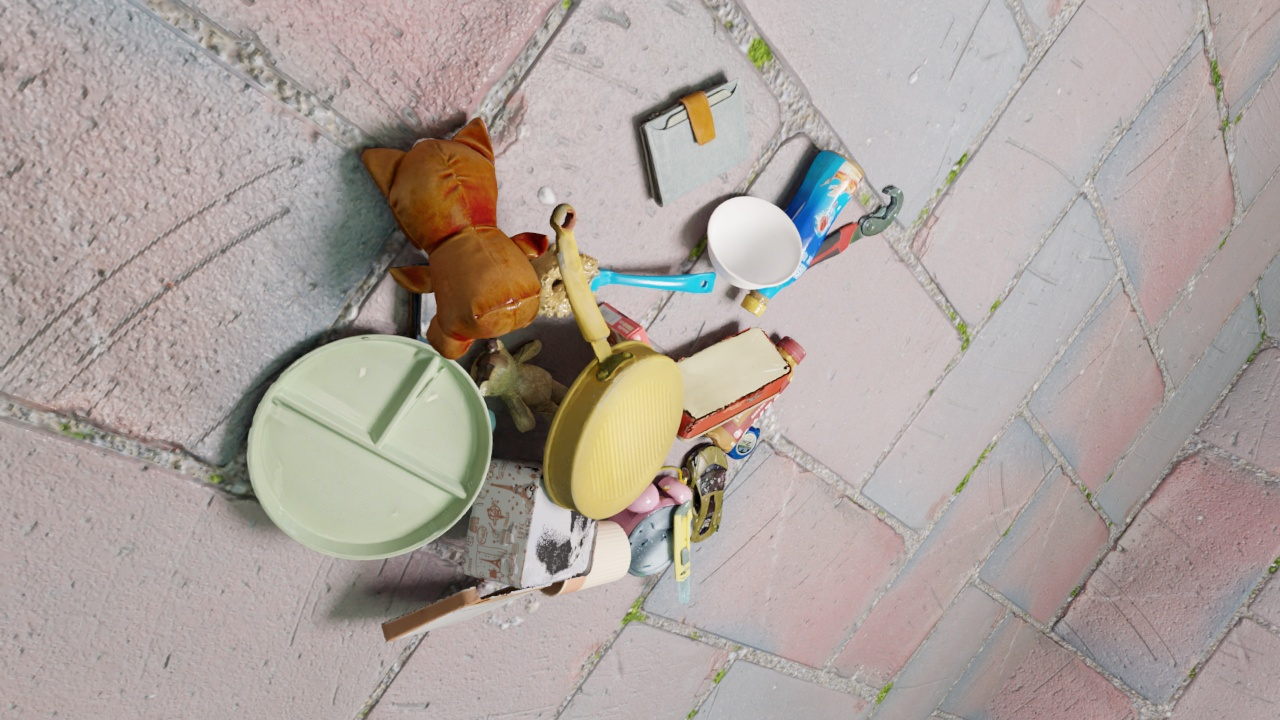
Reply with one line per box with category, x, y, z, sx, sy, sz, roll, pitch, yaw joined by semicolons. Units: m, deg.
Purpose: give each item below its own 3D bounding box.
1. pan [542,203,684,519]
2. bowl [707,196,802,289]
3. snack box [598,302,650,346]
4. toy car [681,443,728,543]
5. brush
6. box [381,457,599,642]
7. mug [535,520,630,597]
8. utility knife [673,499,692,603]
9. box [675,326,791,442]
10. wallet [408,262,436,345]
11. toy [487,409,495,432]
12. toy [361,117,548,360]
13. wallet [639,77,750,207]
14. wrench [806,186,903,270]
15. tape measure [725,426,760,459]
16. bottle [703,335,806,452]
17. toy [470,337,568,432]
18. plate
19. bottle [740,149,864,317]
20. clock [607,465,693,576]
pan;-0.041;0.008;0.937;0.197;0.078;0.358;-40;142;-37
bowl;0.125;-0.127;1.091;0.118;0.118;0.065;-26;168;-25
snack box;-0.006;0.006;1.070;0.025;0.075;0.153;-37;135;-16
toy car;0.088;0.189;1.295;0.070;0.042;0.158;-17;124;-32
brush;-0.017;-0.086;1.016;0.254;0.046;0.083;-2;115;-32
box;-0.149;0.223;1.032;0.271;0.134;0.179;-54;158;8
mug;-0.077;0.233;1.165;0.105;0.082;0.114;-1;87;-42
utility knife;0.058;0.267;1.257;0.030;0.021;0.205;-20;135;-22
box;0.102;0.022;1.150;0.168;0.091;0.076;-25;157;-26
wallet;-0.175;-0.061;0.920;0.115;0.033;0.090;-14;124;-38
toy;-0.218;0.115;0.981;0.161;0.050;0.156;-30;127;-11
toy;-0.162;-0.112;0.825;0.139;0.131;0.199;-26;97;-31
wallet;0.064;-0.239;0.998;0.129;0.037;0.107;-32;134;-21
wrench;0.254;-0.156;1.226;0.272;0.016;0.056;-32;129;-20
tape measure;0.139;0.112;1.297;0.058;0.025;0.054;18;106;-41
bottle;0.153;0.043;1.240;0.175;0.057;0.057;-48;136;-5
toy;-0.126;0.031;1.005;0.157;0.066;0.105;35;59;-50
plate;-0.260;0.084;0.896;0.230;0.027;0.230;-5;105;-21
bottle;0.193;-0.154;1.140;0.065;0.065;0.219;27;98;-46
clock;0.014;0.211;1.233;0.117;0.060;0.159;0;118;-40
